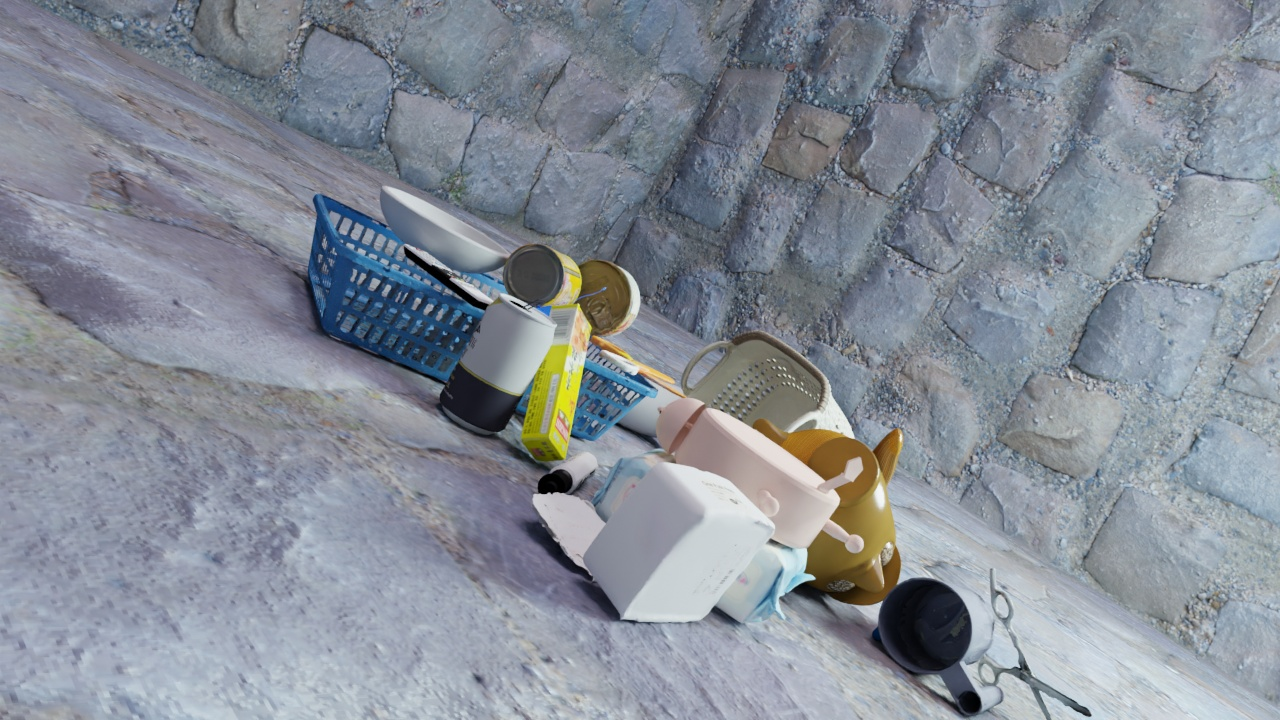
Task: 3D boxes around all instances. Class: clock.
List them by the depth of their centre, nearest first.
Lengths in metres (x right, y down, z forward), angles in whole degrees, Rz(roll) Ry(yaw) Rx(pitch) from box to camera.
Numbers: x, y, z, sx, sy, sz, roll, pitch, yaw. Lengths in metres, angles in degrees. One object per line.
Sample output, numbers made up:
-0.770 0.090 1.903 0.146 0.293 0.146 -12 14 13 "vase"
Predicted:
0.098 0.084 0.743 0.131 0.086 0.160 28 1 -40 "clock"

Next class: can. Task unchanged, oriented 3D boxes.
-0.122 -0.002 0.807 0.064 0.127 0.064 29 7 -4 "can"
-0.103 -0.086 0.974 0.067 0.067 0.105 30 4 5 "can"
-0.045 -0.069 1.040 0.086 0.086 0.043 31 7 15 "can"

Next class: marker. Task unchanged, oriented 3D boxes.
-0.061 0.098 0.774 0.025 0.025 0.125 31 7 7 "marker"

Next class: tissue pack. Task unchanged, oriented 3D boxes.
0.052 0.142 0.744 0.182 0.070 0.112 34 8 16 "tissue pack"

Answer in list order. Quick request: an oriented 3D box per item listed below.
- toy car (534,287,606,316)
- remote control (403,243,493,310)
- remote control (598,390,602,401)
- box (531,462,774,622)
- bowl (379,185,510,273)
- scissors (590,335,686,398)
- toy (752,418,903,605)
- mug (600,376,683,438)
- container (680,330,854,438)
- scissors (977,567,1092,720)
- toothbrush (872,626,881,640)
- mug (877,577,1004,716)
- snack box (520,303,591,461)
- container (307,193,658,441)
-0.073 -0.056 0.919 0.033 0.062 0.092 33 8 28 "toy car"
-0.178 -0.076 0.850 0.124 0.012 0.028 34 9 35 "remote control"
0.000 0.078 1.222 0.136 0.013 0.033 32 7 0 "remote control"
-0.004 0.113 0.646 0.108 0.126 0.137 23 18 -50 "box"
-0.209 -0.127 0.956 0.149 0.043 0.149 29 7 -4 "bowl"
-0.006 0.007 0.967 0.125 0.011 0.127 31 8 14 "scissors"
0.182 0.160 0.879 0.203 0.199 0.162 52 8 -47 "toy"
-0.007 0.052 1.170 0.089 0.071 0.107 18 1 -20 "mug"
0.163 0.080 1.208 0.143 0.184 0.246 45 1 -33 "container"
0.357 0.280 0.858 0.014 0.173 0.142 -8 -11 -19 "scissors"
0.256 0.263 0.922 0.014 0.014 0.167 -5 -8 27 "toothbrush"
0.287 0.262 0.846 0.104 0.084 0.124 23 33 -55 "mug"
-0.075 0.018 0.835 0.029 0.147 0.040 -3 -35 18 "snack box"
-0.184 -0.038 0.977 0.362 0.089 0.257 26 8 -29 "container"
